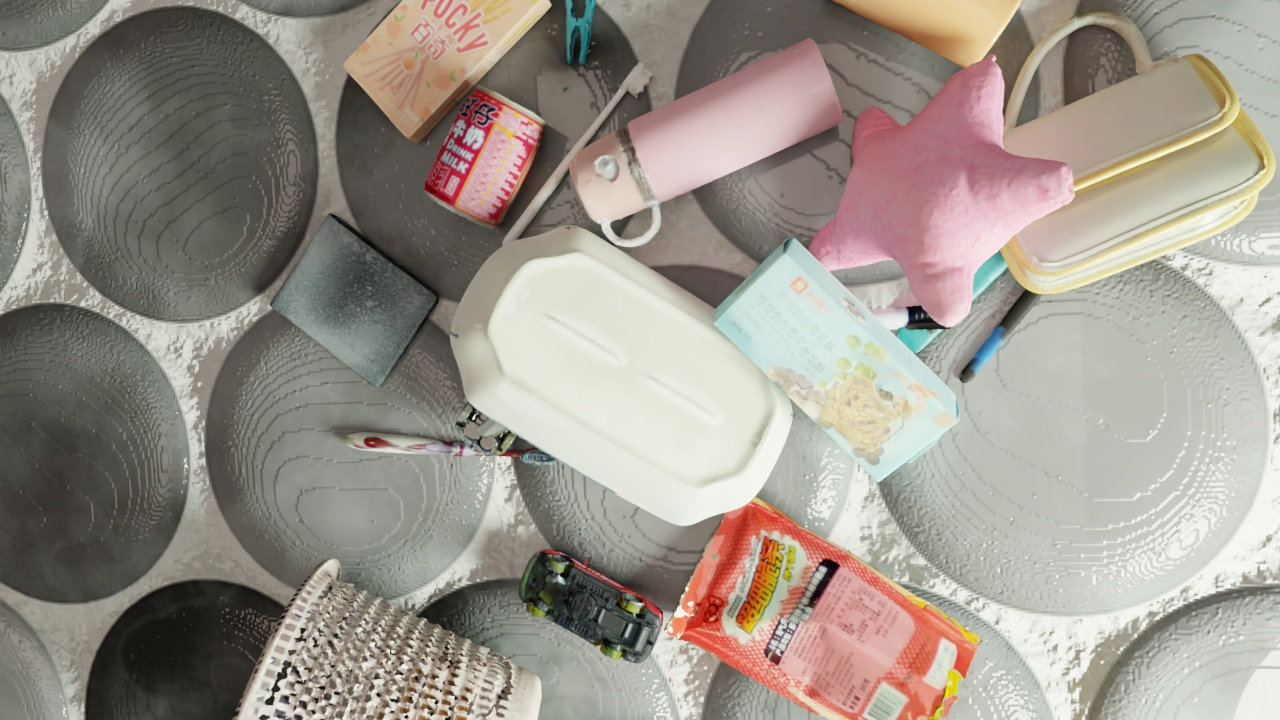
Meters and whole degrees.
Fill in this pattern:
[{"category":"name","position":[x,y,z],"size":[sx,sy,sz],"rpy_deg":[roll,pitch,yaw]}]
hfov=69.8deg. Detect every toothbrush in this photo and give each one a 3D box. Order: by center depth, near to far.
[{"category":"toothbrush","position":[0.293,-0.060,0.664],"size":[0.014,0.016,0.190],"rpy_deg":[38,100,14]},{"category":"toothbrush","position":[-0.051,-0.158,0.724],"size":[0.016,0.016,0.180],"rpy_deg":[40,99,0]},{"category":"toothbrush","position":[-0.158,0.074,0.755],"size":[0.188,0.017,0.016],"rpy_deg":[4,96,10]}]

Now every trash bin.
[{"category":"trash bin","position":[-0.185,0.285,0.687],"size":[0.192,0.227,0.227],"rpy_deg":[18,96,-3]}]

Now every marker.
[{"category":"marker","position":[0.164,-0.027,0.680],"size":[0.131,0.018,0.022],"rpy_deg":[-7,48,18]}]

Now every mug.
[{"category":"mug","position":[0.199,-0.262,0.643],"size":[0.123,0.078,0.078],"rpy_deg":[32,98,3]}]

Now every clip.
[{"category":"clip","position":[-0.048,-0.260,0.718],"size":[0.048,0.014,0.057],"rpy_deg":[6,95,8]}]

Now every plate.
[{"category":"plate","position":[-0.006,0.009,0.667],"size":[0.265,0.034,0.161],"rpy_deg":[32,77,-7]}]

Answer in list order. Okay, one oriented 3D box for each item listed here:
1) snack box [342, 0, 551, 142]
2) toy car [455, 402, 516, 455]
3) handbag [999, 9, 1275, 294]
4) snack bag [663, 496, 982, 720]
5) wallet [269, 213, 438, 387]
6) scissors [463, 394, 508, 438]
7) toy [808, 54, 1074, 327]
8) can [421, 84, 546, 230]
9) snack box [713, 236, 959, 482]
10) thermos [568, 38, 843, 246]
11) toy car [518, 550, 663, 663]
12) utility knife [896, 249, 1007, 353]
[{"category":"snack box","position":[-0.155,-0.259,0.732],"size":[0.157,0.026,0.084],"rpy_deg":[-43,85,10]},{"category":"toy car","position":[-0.105,0.027,0.732],"size":[0.049,0.031,0.105],"rpy_deg":[34,88,-2]},{"category":"handbag","position":[0.309,-0.153,0.626],"size":[0.163,0.063,0.178],"rpy_deg":[-23,73,14]},{"category":"snack bag","position":[0.135,0.200,0.687],"size":[0.208,0.073,0.128],"rpy_deg":[28,93,13]},{"category":"wallet","position":[-0.238,-0.049,0.765],"size":[0.121,0.019,0.097],"rpy_deg":[37,101,5]},{"category":"scissors","position":[-0.044,0.027,0.710],"size":[0.177,0.019,0.169],"rpy_deg":[-39,92,-8]},{"category":"toy","position":[0.202,-0.120,0.613],"size":[0.074,0.195,0.178],"rpy_deg":[17,100,-34]},{"category":"can","position":[-0.120,-0.157,0.710],"size":[0.066,0.066,0.094],"rpy_deg":[29,98,8]},{"category":"snack box","position":[0.140,-0.001,0.657],"size":[0.175,0.051,0.074],"rpy_deg":[43,117,-3]},{"category":"thermos","position":[0.049,-0.156,0.678],"size":[0.199,0.067,0.087],"rpy_deg":[-24,85,10]},{"category":"toy car","position":[-0.039,0.193,0.725],"size":[0.120,0.045,0.053],"rpy_deg":[25,95,14]},{"category":"utility knife","position":[0.228,-0.042,0.678],"size":[0.029,0.013,0.209],"rpy_deg":[45,100,8]}]
